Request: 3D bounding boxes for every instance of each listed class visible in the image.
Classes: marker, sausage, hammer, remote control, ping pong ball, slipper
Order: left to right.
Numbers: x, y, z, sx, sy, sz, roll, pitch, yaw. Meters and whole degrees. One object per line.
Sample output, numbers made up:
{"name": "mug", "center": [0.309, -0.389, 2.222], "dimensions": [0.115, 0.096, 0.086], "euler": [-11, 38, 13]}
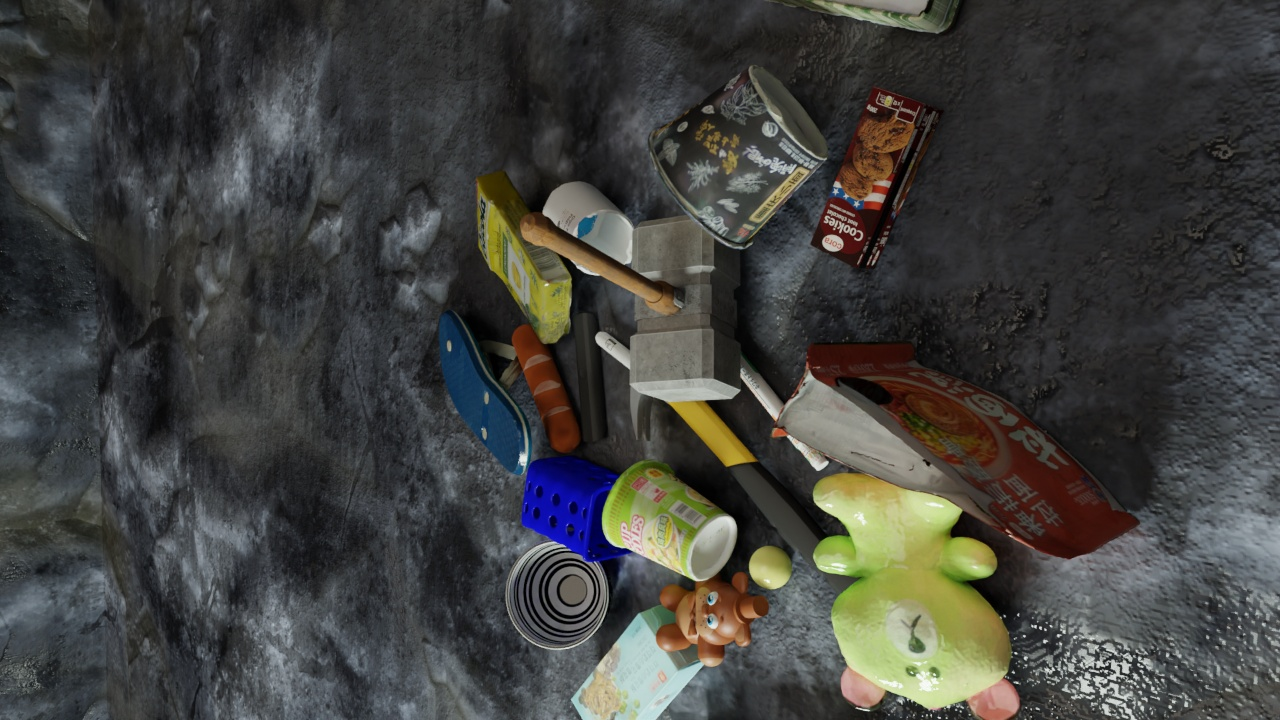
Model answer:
{"name": "slipper", "center": [-0.184, 0.037, 1.139], "dimensions": [0.295, 0.060, 0.118], "euler": [46, 130, 47]}
{"name": "sausage", "center": [-0.110, 0.033, 1.081], "dimensions": [0.039, 0.044, 0.164], "euler": [-24, 72, 4]}
{"name": "remote control", "center": [-0.060, 0.019, 1.050], "dimensions": [0.033, 0.015, 0.147], "euler": [-6, 89, 44]}
{"name": "hammer", "center": [-0.008, -0.067, 0.766], "dimensions": [0.083, 0.317, 0.162], "euler": [-4, 78, 26]}
{"name": "marker", "center": [-0.006, 0.006, 0.995], "dimensions": [0.133, 0.017, 0.020], "euler": [38, 92, 36]}
{"name": "hammer", "center": [0.102, 0.104, 0.878], "dimensions": [0.127, 0.029, 0.323], "euler": [-50, 62, 16]}
{"name": "ping pong ball", "center": [0.123, 0.195, 0.866], "dimensions": [0.040, 0.040, 0.040], "euler": [3, 95, 44]}
{"name": "marker", "center": [0.128, 0.044, 0.868], "dimensions": [0.145, 0.017, 0.017], "euler": [54, 126, 28]}

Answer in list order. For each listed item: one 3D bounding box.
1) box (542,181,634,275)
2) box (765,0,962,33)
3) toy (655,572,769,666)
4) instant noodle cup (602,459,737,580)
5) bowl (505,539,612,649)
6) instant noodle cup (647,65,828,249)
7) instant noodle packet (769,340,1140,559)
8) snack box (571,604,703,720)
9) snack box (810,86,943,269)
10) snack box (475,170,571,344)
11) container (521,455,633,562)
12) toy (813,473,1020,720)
{"name": "box", "center": [-0.026, -0.130, 0.975], "dimensions": [0.084, 0.125, 0.155], "euler": [-66, 32, 19]}
{"name": "box", "center": [0.182, -0.350, 0.769], "dimensions": [0.206, 0.050, 0.118], "euler": [28, 109, 39]}
{"name": "toy", "center": [0.071, 0.247, 0.893], "dimensions": [0.128, 0.065, 0.094], "euler": [-32, 52, 53]}
{"name": "instant noodle cup", "center": [0.033, 0.163, 0.910], "dimensions": [0.108, 0.098, 0.099], "euler": [25, 109, 41]}
{"name": "bowl", "center": [-0.086, 0.264, 1.048], "dimensions": [0.120, 0.066, 0.120], "euler": [-2, 79, 13]}
{"name": "instant noodle cup", "center": [0.093, -0.187, 0.817], "dimensions": [0.112, 0.137, 0.137], "euler": [-38, 66, 28]}
{"name": "instant noodle packet", "center": [0.232, 0.072, 0.666], "dimensions": [0.221, 0.164, 0.084], "euler": [36, 115, 37]}
{"name": "snack box", "center": [-0.003, 0.345, 0.991], "dimensions": [0.075, 0.053, 0.175], "euler": [51, 126, 29]}
{"name": "snack box", "center": [0.198, -0.153, 0.776], "dimensions": [0.051, 0.031, 0.141], "euler": [36, 117, 37]}
{"name": "snack box", "center": [-0.138, -0.116, 1.066], "dimensions": [0.181, 0.045, 0.121], "euler": [57, 156, 26]}
{"name": "container", "center": [-0.064, 0.160, 1.017], "dimensions": [0.114, 0.084, 0.085], "euler": [16, 101, 44]}
{"name": "toy", "center": [0.217, 0.182, 0.739], "dimensions": [0.150, 0.107, 0.197], "euler": [-6, 98, 23]}
